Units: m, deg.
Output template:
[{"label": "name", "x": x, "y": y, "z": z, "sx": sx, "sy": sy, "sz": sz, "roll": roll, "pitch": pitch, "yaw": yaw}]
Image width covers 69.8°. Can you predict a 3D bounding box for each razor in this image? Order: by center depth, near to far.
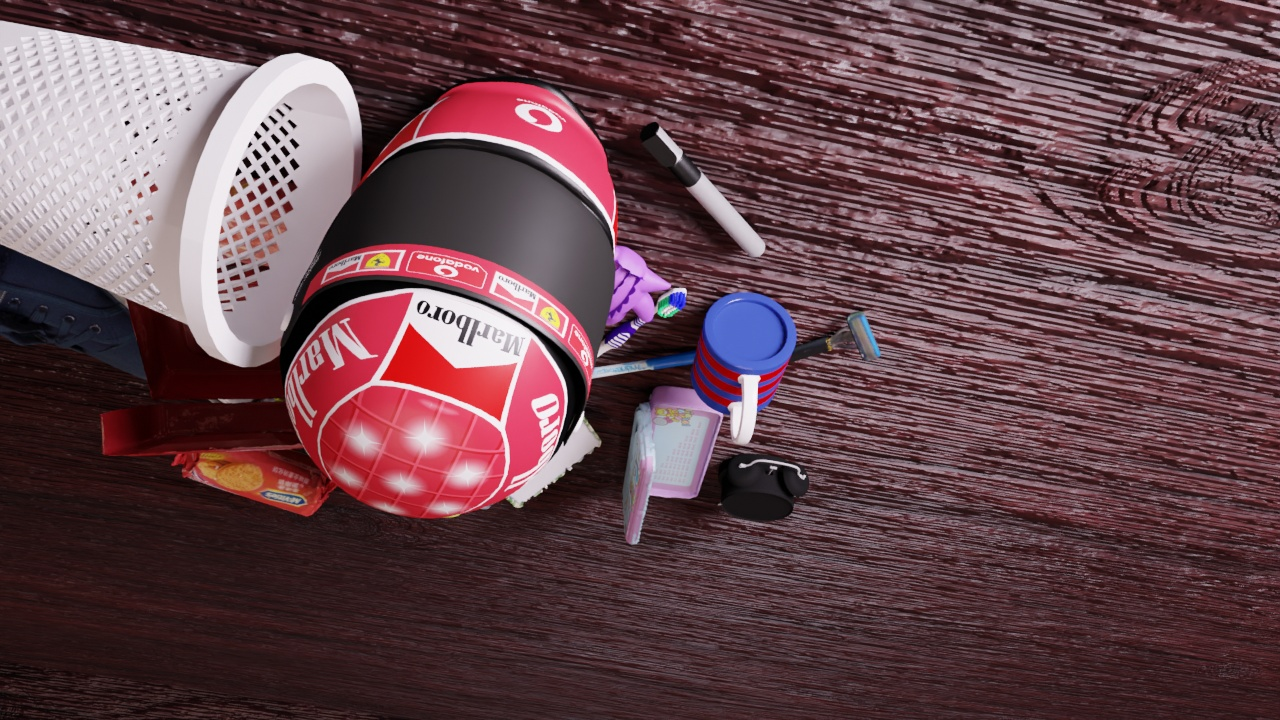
[{"label": "razor", "x": 0.139, "y": -0.007, "z": 0.798, "sx": 0.145, "sy": 0.022, "sz": 0.043, "roll": -18, "pitch": 98, "yaw": 40}]

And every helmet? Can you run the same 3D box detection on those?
[{"label": "helmet", "x": -0.123, "y": -0.017, "z": 0.597, "sx": 0.197, "sy": 0.224, "sz": 0.272, "roll": 21, "pitch": 134, "yaw": -16}]

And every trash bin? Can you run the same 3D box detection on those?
[{"label": "trash bin", "x": -0.312, "y": -0.118, "z": 0.577, "sx": 0.199, "sy": 0.195, "sz": 0.196, "roll": 17, "pitch": 147, "yaw": 2}]

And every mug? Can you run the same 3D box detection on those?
[{"label": "mug", "x": 0.083, "y": 0.011, "z": 0.749, "sx": 0.075, "sy": 0.111, "sz": 0.076, "roll": 4, "pitch": 148, "yaw": -4}]

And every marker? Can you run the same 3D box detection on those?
[{"label": "marker", "x": 0.047, "y": -0.116, "z": 0.646, "sx": 0.016, "sy": 0.016, "sz": 0.140, "roll": -18, "pitch": 140, "yaw": 33}, {"label": "marker", "x": -0.005, "y": 0.005, "z": 0.834, "sx": 0.142, "sy": 0.013, "sz": 0.013, "roll": -9, "pitch": 145, "yaw": 12}]

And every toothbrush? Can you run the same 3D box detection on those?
[{"label": "toothbrush", "x": -0.021, "y": -0.020, "z": 0.810, "sx": 0.015, "sy": 0.016, "sz": 0.187, "roll": 25, "pitch": 143, "yaw": -30}]

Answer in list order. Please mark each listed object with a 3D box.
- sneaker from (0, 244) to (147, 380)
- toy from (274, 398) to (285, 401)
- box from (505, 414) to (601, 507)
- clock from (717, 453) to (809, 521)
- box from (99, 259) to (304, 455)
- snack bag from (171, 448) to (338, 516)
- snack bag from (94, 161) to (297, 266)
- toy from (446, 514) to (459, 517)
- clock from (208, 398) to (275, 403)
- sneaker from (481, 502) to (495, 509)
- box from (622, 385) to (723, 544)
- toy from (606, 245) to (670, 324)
[{"label": "sneaker", "x": -0.506, "y": -0.052, "z": 0.727, "sx": 0.121, "sy": 0.127, "sz": 0.294, "roll": -13, "pitch": 137, "yaw": 32}, {"label": "toy", "x": -0.354, "y": 0.066, "z": 0.991, "sx": 0.094, "sy": 0.036, "sz": 0.093, "roll": -2, "pitch": 144, "yaw": 24}, {"label": "box", "x": -0.118, "y": 0.057, "z": 0.861, "sx": 0.117, "sy": 0.050, "sz": 0.205, "roll": -39, "pitch": 148, "yaw": -4}, {"label": "clock", "x": 0.131, "y": 0.135, "z": 0.997, "sx": 0.091, "sy": 0.042, "sz": 0.121, "roll": 12, "pitch": 147, "yaw": -7}, {"label": "box", "x": -0.331, "y": -0.009, "z": 0.748, "sx": 0.157, "sy": 0.165, "sz": 0.152, "roll": -2, "pitch": 177, "yaw": -12}, {"label": "snack bag", "x": -0.444, "y": 0.123, "z": 1.063, "sx": 0.176, "sy": 0.082, "sz": 0.083, "roll": 27, "pitch": 142, "yaw": -28}, {"label": "snack bag", "x": -0.304, "y": -0.107, "z": 0.709, "sx": 0.225, "sy": 0.041, "sz": 0.078, "roll": 8, "pitch": 147, "yaw": 1}, {"label": "toy", "x": -0.228, "y": 0.114, "z": 0.882, "sx": 0.118, "sy": 0.043, "sz": 0.092, "roll": 13, "pitch": 152, "yaw": 29}, {"label": "clock", "x": -0.404, "y": 0.021, "z": 0.890, "sx": 0.095, "sy": 0.035, "sz": 0.122, "roll": 6, "pitch": 141, "yaw": 46}, {"label": "sneaker", "x": -0.237, "y": 0.060, "z": 0.923, "sx": 0.160, "sy": 0.092, "sz": 0.257, "roll": 4, "pitch": 147, "yaw": 20}, {"label": "box", "x": 0.026, "y": 0.119, "z": 0.946, "sx": 0.089, "sy": 0.092, "sz": 0.215, "roll": 8, "pitch": 148, "yaw": -1}, {"label": "toy", "x": -0.028, "y": -0.058, "z": 0.715, "sx": 0.106, "sy": 0.055, "sz": 0.088, "roll": 32, "pitch": 136, "yaw": -22}]
